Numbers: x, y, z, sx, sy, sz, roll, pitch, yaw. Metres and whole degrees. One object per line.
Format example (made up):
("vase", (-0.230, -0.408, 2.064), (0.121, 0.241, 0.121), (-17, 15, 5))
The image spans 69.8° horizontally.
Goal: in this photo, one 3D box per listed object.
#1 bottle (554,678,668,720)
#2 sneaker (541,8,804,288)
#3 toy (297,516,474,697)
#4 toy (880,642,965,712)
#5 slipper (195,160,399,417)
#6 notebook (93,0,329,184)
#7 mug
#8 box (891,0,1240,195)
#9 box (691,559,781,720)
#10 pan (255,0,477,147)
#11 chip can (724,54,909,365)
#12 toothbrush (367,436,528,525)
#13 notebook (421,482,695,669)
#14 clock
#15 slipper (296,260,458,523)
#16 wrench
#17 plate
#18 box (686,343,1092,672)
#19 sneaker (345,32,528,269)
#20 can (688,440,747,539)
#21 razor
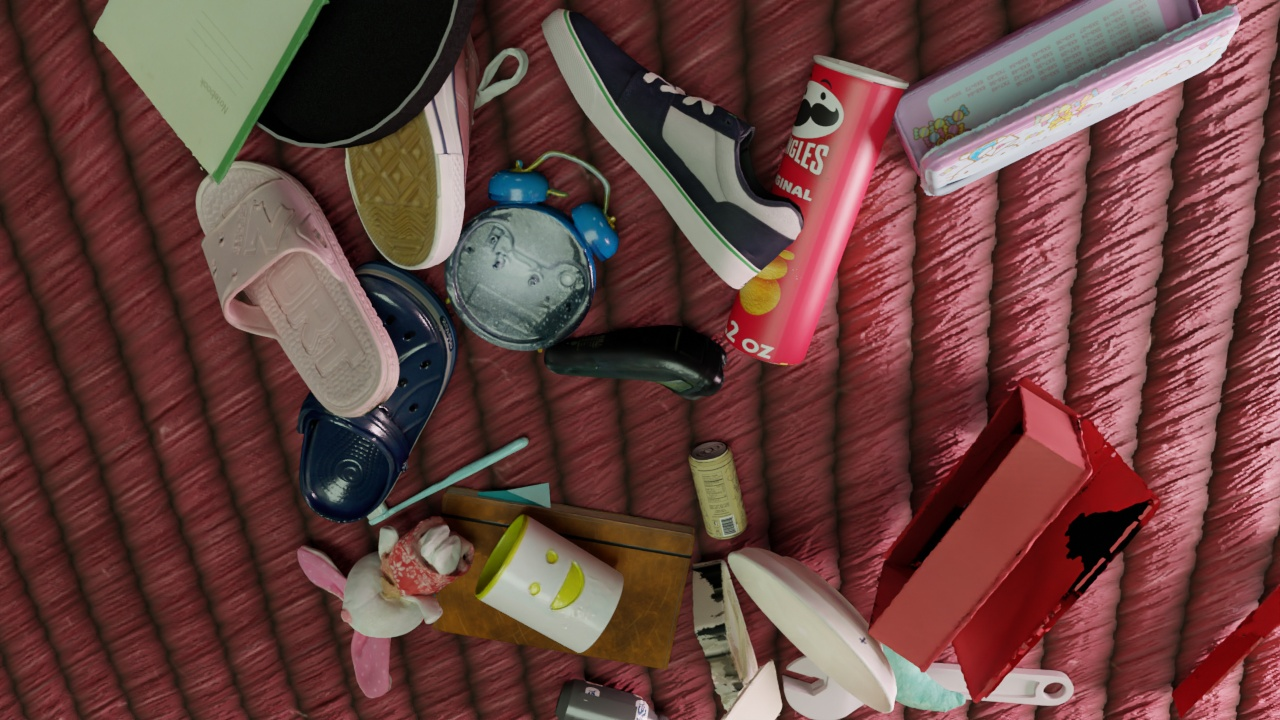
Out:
("bottle", (-0.028, 0.349, 0.908), (0.112, 0.047, 0.047), (15, 113, -3))
("sneaker", (0.026, -0.166, 0.649), (0.079, 0.084, 0.235), (-39, 90, 21))
("toy", (-0.224, 0.206, 0.832), (0.195, 0.084, 0.159), (-35, 79, 29))
("toy", (0.251, 0.271, 0.847), (0.085, 0.033, 0.105), (-7, 85, 10))
("slipper", (-0.272, -0.061, 0.697), (0.094, 0.064, 0.239), (-40, 77, 15))
("notebook", (-0.281, -0.277, 0.635), (0.182, 0.010, 0.253), (48, 112, 16))
("mug", (-0.080, 0.197, 0.811), (0.106, 0.082, 0.083), (33, 112, -11))
("box", (0.291, -0.189, 0.645), (0.214, 0.096, 0.077), (-25, 136, 14))
("box", (0.096, 0.279, 0.789), (0.069, 0.191, 0.143), (-14, 118, 9))
("pan", (-0.192, -0.320, 0.612), (0.225, 0.034, 0.356), (15, 99, 24))
("chip can", (0.126, -0.108, 0.688), (0.069, 0.069, 0.221), (15, 114, -2))
("toothbrush", (-0.178, 0.108, 0.835), (0.181, 0.016, 0.016), (-26, 100, 15))
("notebook", (-0.083, 0.200, 0.866), (0.249, 0.014, 0.179), (10, 114, 1))
("clock", (-0.082, -0.085, 0.721), (0.117, 0.060, 0.162), (31, 110, -7))
("slipper", (-0.229, 0.043, 0.771), (0.105, 0.095, 0.253), (22, 116, -2))
("wrench", (0.276, 0.318, 0.887), (0.273, 0.018, 0.087), (4, 113, 2))
("plate", (0.152, 0.222, 0.787), (0.034, 0.182, 0.182), (-42, 106, -14))
("box", (0.187, 0.063, 0.766), (0.325, 0.152, 0.214), (41, 116, 23))
("sneaker", (-0.152, -0.187, 0.669), (0.118, 0.087, 0.241), (4, 96, 26))
("can", (0.068, 0.113, 0.804), (0.038, 0.038, 0.079), (-11, 112, 9))
("razor", (-0.005, 0.004, 0.762), (0.151, 0.053, 0.067), (0, 130, 11))
